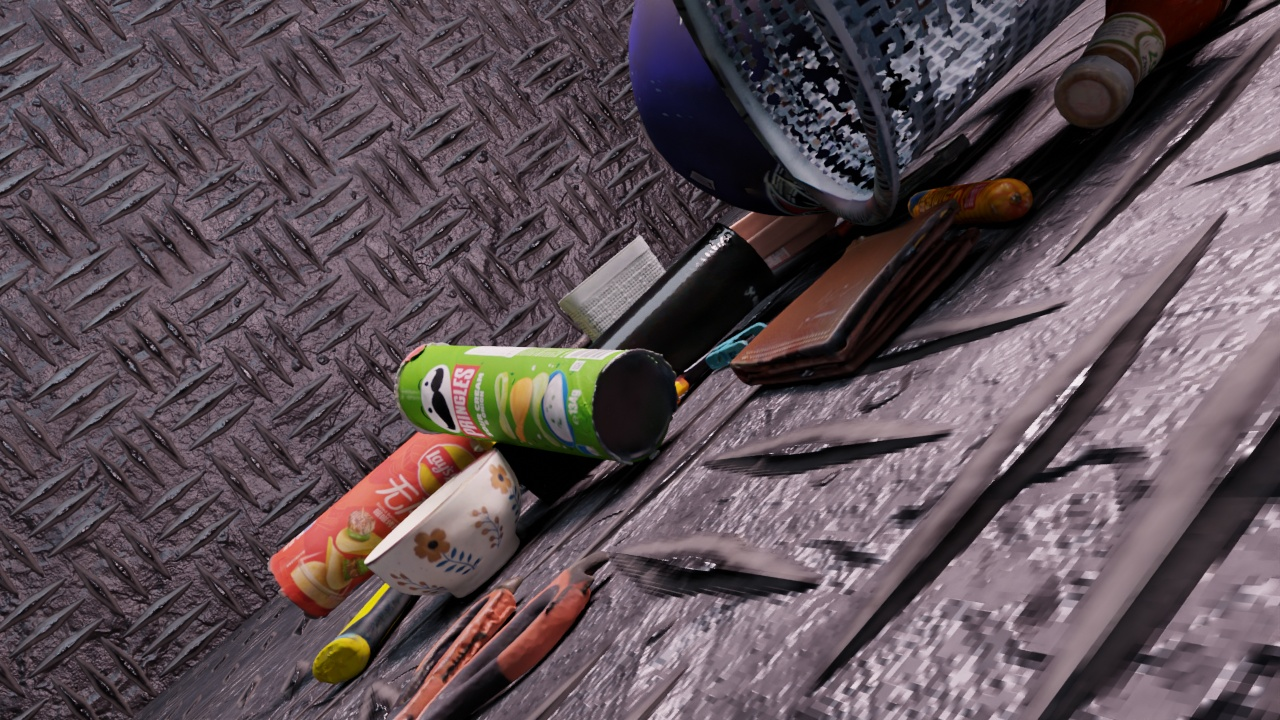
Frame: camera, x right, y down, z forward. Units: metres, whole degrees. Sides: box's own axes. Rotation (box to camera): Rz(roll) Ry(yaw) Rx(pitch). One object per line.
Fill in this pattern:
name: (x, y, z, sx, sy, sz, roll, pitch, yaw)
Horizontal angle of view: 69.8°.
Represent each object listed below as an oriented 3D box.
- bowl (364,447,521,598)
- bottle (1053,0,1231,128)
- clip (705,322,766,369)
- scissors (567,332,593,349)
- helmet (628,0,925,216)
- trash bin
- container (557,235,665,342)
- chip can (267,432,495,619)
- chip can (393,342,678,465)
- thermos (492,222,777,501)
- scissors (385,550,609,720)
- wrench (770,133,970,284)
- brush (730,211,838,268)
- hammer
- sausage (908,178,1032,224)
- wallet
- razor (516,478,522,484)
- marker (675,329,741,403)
bowl: (-0.121, 0.118, 0.615, 0.113, 0.062, 0.113, -40, 4, 4)
bottle: (0.277, -0.191, 0.491, 0.205, 0.060, 0.060, -47, 9, -29)
clip: (0.066, -0.008, 0.644, 0.038, 0.013, 0.056, -43, 8, -35)
scissors: (-0.065, 0.003, 0.945, 0.220, 0.022, 0.229, -50, -20, -18)
helmet: (0.135, -0.239, 0.734, 0.314, 0.247, 0.241, -14, -49, -44)
trash bin: (0.139, -0.217, 0.481, 0.195, 0.226, 0.226, -35, 6, 1)
container: (-0.004, -0.038, 0.823, 0.090, 0.111, 0.090, -40, 5, -4)
chip can: (-0.207, 0.122, 0.770, 0.216, 0.073, 0.073, -41, 6, 3)
chip can: (-0.080, 0.024, 0.625, 0.236, 0.072, 0.072, 2, 36, 47)
thermos: (-0.004, 0.004, 0.710, 0.242, 0.068, 0.090, -44, -16, -2)
scissors: (-0.095, 0.155, 0.393, 0.226, 0.015, 0.189, -40, 6, -8)
wrench: (0.155, -0.101, 0.775, 0.274, 0.016, 0.056, -36, 3, 31)
brush: (0.125, -0.116, 0.862, 0.146, 0.063, 0.072, -32, 5, 40)
hammer: (-0.184, 0.169, 0.781, 0.126, 0.032, 0.322, -39, 6, 13)
sausage: (0.175, -0.085, 0.500, 0.021, 0.021, 0.165, -39, 5, 5)
wallet: (0.105, -0.028, 0.472, 0.101, 0.032, 0.125, -44, 6, -15)
razor: (-0.111, 0.080, 0.893, 0.067, 0.062, 0.167, -2, 1, 0)
marker: (0.038, 0.012, 0.666, 0.123, 0.015, 0.018, -40, -1, -34)
